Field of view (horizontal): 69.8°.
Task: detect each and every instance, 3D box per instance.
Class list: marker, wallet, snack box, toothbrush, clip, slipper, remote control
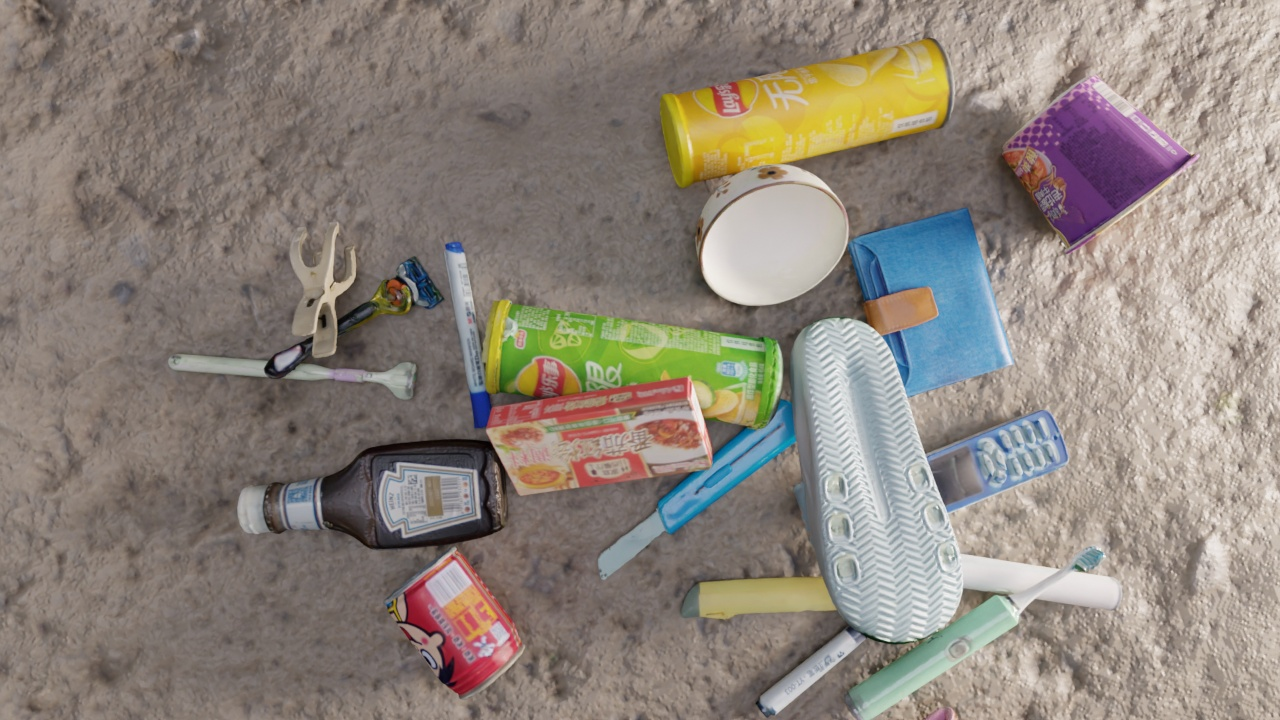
[{"bbox_3d":[0.143,0.230,0.715,0.130,0.018,0.022,-37,79,-3],"label":"marker"},{"bbox_3d":[0.227,-0.045,0.719,0.106,0.040,0.133,-16,88,-7],"label":"wallet"},{"bbox_3d":[-0.134,-0.020,0.714,0.017,0.017,0.145,-10,89,-3],"label":"marker"},{"bbox_3d":[-0.029,0.057,0.672,0.153,0.025,0.075,-9,129,12],"label":"snack box"},{"bbox_3d":[0.253,0.206,0.698,0.224,0.027,0.026,-36,94,6],"label":"toothbrush"},{"bbox_3d":[-0.235,-0.049,0.692,0.035,0.081,0.104,-10,74,4],"label":"clip"},{"bbox_3d":[-0.268,0.009,0.708,0.189,0.020,0.029,4,81,-1],"label":"toothbrush"},{"bbox_3d":[0.162,0.089,0.689,0.104,0.074,0.245,-9,80,-15],"label":"slipper"},{"bbox_3d":[0.262,0.166,0.716,0.221,0.027,0.026,9,62,-2],"label":"toothbrush"},{"bbox_3d":[0.270,0.081,0.721,0.125,0.024,0.049,-21,89,-4],"label":"remote control"}]

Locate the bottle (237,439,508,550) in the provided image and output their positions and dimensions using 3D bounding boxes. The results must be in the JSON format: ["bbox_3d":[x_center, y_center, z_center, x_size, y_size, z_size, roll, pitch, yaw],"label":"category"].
[{"bbox_3d":[-0.201,0.104,0.694,0.195,0.044,0.080,-5,88,-2],"label":"bottle"}]

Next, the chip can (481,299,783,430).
[{"bbox_3d":[-0.004,0.004,0.690,0.221,0.072,0.072,8,87,-1],"label":"chip can"}]

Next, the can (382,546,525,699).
[{"bbox_3d":[-0.137,0.195,0.681,0.066,0.066,0.094,-37,90,-3],"label":"can"}]

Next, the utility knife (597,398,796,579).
[{"bbox_3d":[0.048,0.101,0.715,0.206,0.018,0.034,-38,90,-2],"label":"utility knife"}]

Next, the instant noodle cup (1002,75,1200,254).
[{"bbox_3d":[0.339,-0.152,0.696,0.111,0.111,0.099,-39,80,-3],"label":"instant noodle cup"}]

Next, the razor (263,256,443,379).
[{"bbox_3d":[-0.222,-0.029,0.699,0.142,0.022,0.042,-33,87,-12],"label":"razor"}]

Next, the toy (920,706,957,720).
[{"bbox_3d":[0.163,0.343,0.666,0.199,0.131,0.140,-12,83,-12],"label":"toy"}]

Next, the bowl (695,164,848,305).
[{"bbox_3d":[0.094,-0.103,0.693,0.113,0.114,0.062,-10,46,-3],"label":"bowl"}]

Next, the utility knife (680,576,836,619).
[{"bbox_3d":[0.128,0.183,0.710,0.195,0.020,0.031,-3,82,8],"label":"utility knife"}]

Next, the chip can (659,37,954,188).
[{"bbox_3d":[0.125,-0.189,0.701,0.213,0.072,0.072,-13,88,-2],"label":"chip can"}]
